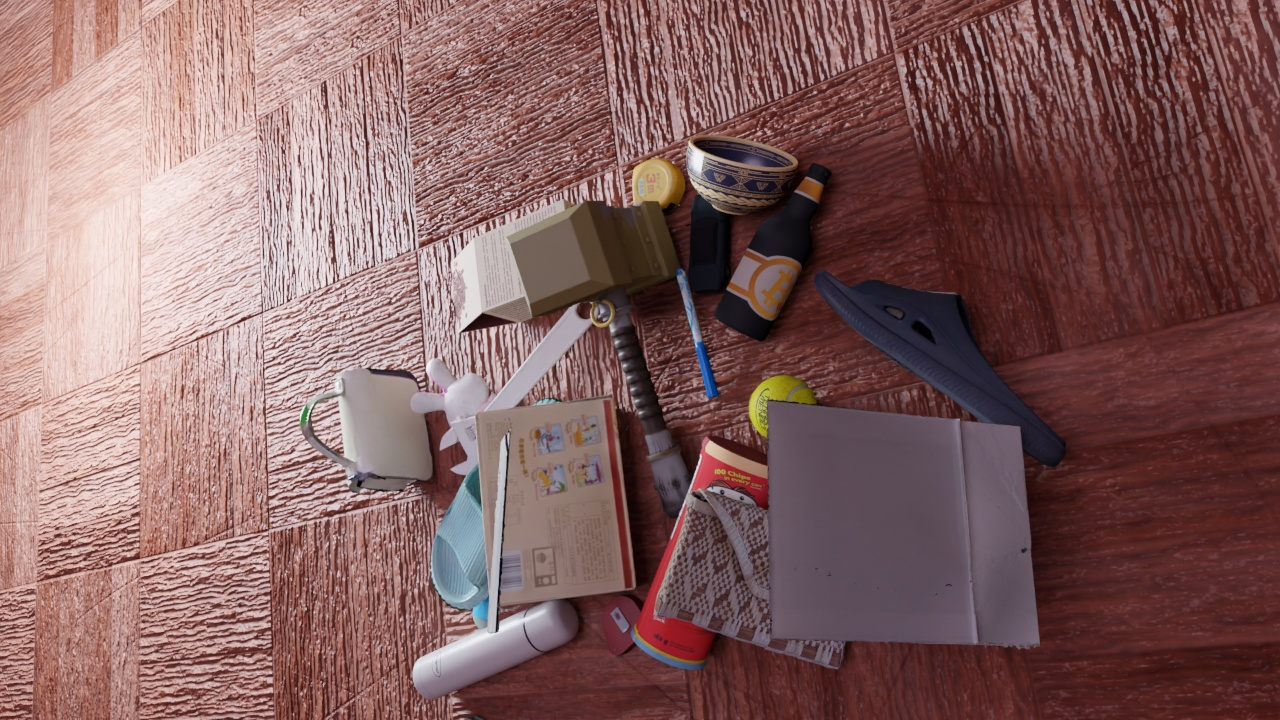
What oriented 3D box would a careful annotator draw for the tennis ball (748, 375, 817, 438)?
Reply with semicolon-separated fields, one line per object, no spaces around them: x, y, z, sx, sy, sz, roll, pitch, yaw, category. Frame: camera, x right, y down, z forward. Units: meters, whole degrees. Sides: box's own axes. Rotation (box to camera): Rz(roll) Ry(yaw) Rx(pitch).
0.139;0.047;0.893;0.065;0.065;0.065;-6;79;32;tennis ball

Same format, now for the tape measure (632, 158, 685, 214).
0.021;-0.196;1.030;0.059;0.030;0.068;-11;78;31;tape measure

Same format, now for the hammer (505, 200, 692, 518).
-0.006;0.006;0.955;0.101;0.189;0.325;-18;90;29;hammer

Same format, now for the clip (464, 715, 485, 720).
-0.172;0.431;1.057;0.076;0.023;0.043;2;85;35;clip

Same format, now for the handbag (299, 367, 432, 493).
-0.351;0.085;1.136;0.074;0.175;0.151;-24;70;29;handbag

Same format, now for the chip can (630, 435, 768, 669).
0.066;0.188;0.906;0.087;0.087;0.213;25;96;33;chip can

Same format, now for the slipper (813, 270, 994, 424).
0.265;-0.017;0.800;0.268;0.110;0.083;42;102;27;slipper

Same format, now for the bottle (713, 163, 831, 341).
0.140;-0.112;0.922;0.059;0.059;0.182;32;100;32;bottle

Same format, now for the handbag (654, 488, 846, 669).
0.115;0.200;0.841;0.186;0.047;0.124;18;96;-2;handbag

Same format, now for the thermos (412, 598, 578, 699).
-0.166;0.330;1.050;0.225;0.052;0.052;-30;67;25;thermos

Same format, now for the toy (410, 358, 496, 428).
-0.219;0.051;1.136;0.125;0.037;0.076;22;91;12;toy

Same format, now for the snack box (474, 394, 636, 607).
-0.092;0.150;0.988;0.153;0.055;0.207;-7;76;-3;snack box

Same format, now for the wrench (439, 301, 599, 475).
-0.143;0.030;1.090;0.066;0.018;0.274;43;102;2;wrench

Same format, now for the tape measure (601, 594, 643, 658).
-0.019;0.282;0.984;0.059;0.019;0.051;-48;61;17;tape measure

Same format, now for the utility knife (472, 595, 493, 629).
-0.171;0.219;1.094;0.031;0.015;0.207;10;88;31;utility knife

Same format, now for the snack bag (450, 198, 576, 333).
-0.147;-0.105;1.099;0.207;0.069;0.094;-17;73;30;snack bag

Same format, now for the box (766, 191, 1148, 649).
0.185;0.093;0.577;0.234;0.528;0.166;-8;70;28;box

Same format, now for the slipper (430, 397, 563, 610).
-0.168;0.161;1.058;0.116;0.069;0.276;38;97;32;slipper

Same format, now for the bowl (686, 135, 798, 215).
0.099;-0.185;0.939;0.112;0.112;0.061;30;122;33;bowl

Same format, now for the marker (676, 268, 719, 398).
0.059;-0.029;0.972;0.013;0.013;0.142;-17;85;29;marker

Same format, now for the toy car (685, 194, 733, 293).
0.073;-0.127;0.983;0.046;0.034;0.112;-2;81;32;toy car
